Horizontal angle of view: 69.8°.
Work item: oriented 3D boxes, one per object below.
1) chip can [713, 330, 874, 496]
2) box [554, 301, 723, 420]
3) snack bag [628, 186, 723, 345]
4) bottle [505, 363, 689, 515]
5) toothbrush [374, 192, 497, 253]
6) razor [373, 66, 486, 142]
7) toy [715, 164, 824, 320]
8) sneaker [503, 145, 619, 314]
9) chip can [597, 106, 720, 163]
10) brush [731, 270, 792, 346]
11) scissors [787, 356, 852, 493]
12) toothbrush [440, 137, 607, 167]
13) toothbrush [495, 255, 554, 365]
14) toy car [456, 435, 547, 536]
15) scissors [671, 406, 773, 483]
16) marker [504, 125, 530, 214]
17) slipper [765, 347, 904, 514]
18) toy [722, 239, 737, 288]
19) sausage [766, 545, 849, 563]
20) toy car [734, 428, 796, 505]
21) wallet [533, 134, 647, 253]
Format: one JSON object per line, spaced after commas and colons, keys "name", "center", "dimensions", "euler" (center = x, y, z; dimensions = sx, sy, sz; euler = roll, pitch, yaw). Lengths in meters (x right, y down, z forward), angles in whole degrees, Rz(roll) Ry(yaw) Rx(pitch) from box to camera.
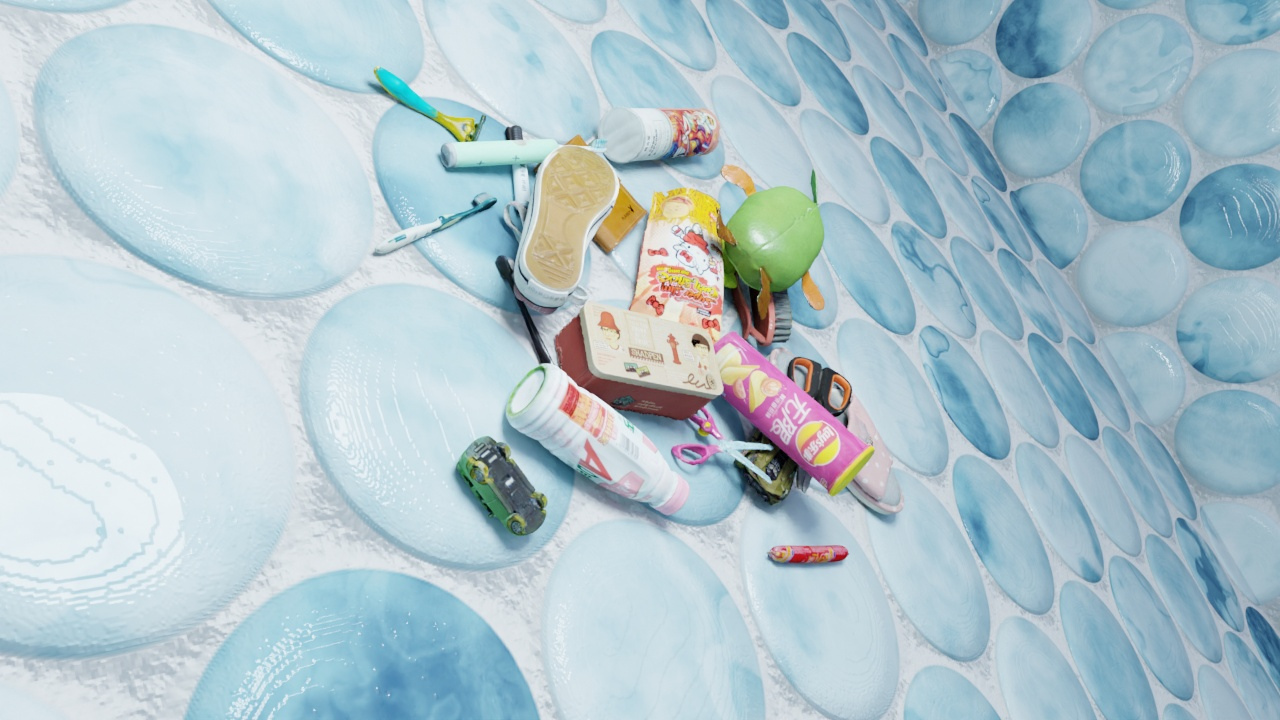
{"name": "chip can", "center": [0.162, 0.057, 1.042], "dimensions": [0.210, 0.072, 0.071], "euler": [42, 31, 20]}
{"name": "box", "center": [-0.006, 0.006, 0.958], "dimensions": [0.168, 0.080, 0.091], "euler": [12, 53, -36]}
{"name": "snack bag", "center": [0.053, -0.115, 1.126], "dimensions": [0.128, 0.073, 0.207], "euler": [25, 50, -23]}
{"name": "bottle", "center": [-0.034, 0.081, 0.865], "dimensions": [0.197, 0.068, 0.068], "euler": [39, 38, -27]}
{"name": "toothbrush", "center": [-0.198, -0.137, 0.898], "dimensions": [0.018, 0.016, 0.191], "euler": [44, 35, 3]}
{"name": "razor", "center": [-0.224, -0.269, 0.965], "dimensions": [0.132, 0.028, 0.043], "euler": [27, 75, -37]}
{"name": "toy", "center": [0.171, -0.158, 1.188], "dimensions": [0.245, 0.090, 0.227], "euler": [-39, 99, -47]}
{"name": "sneaker", "center": [-0.088, -0.131, 0.957], "dimensions": [0.118, 0.088, 0.240], "euler": [25, 47, -15]}
{"name": "chip can", "center": [0.031, -0.311, 1.257], "dimensions": [0.214, 0.071, 0.071], "euler": [-23, 79, -55]}
{"name": "brush", "center": [0.159, -0.080, 1.228], "dimensions": [0.069, 0.063, 0.145], "euler": [5, 53, -10]}
{"name": "scissors", "center": [0.194, 0.072, 1.113], "dimensions": [0.136, 0.022, 0.234], "euler": [40, 42, 12]}
{"name": "toothbrush", "center": [-0.121, -0.233, 1.021], "dimensions": [0.223, 0.027, 0.026], "euler": [-14, 46, -42]}
{"name": "toothbrush", "center": [-0.104, -0.027, 0.914], "dimensions": [0.018, 0.016, 0.181], "euler": [4, 58, -58]}
{"name": "toy car", "center": [-0.116, 0.107, 0.770], "dimensions": [0.091, 0.036, 0.043], "euler": [52, 34, -2]}
{"name": "scissors", "center": [0.088, 0.096, 1.005], "dimensions": [0.133, 0.017, 0.125], "euler": [39, 40, 13]}
{"name": "marker", "center": [-0.138, -0.215, 1.030], "dimensions": [0.022, 0.018, 0.130], "euler": [5, 54, -22]}
{"name": "slipper", "center": [0.266, 0.088, 1.210], "dimensions": [0.274, 0.055, 0.113], "euler": [50, 36, -4]}
{"name": "toy", "center": [0.098, -0.135, 1.219], "dimensions": [0.096, 0.031, 0.099], "euler": [42, 44, 6]}
{"name": "sausage", "center": [0.194, 0.221, 1.048], "dimensions": [0.155, 0.020, 0.020], "euler": [11, 54, -44]}
{"name": "toy car", "center": [0.159, 0.109, 1.084], "dimensions": [0.070, 0.042, 0.157], "euler": [49, 33, -8]}
{"name": "wallet", "center": [-0.056, -0.204, 1.106], "dimensions": [0.130, 0.035, 0.118], "euler": [47, 42, -10]}
